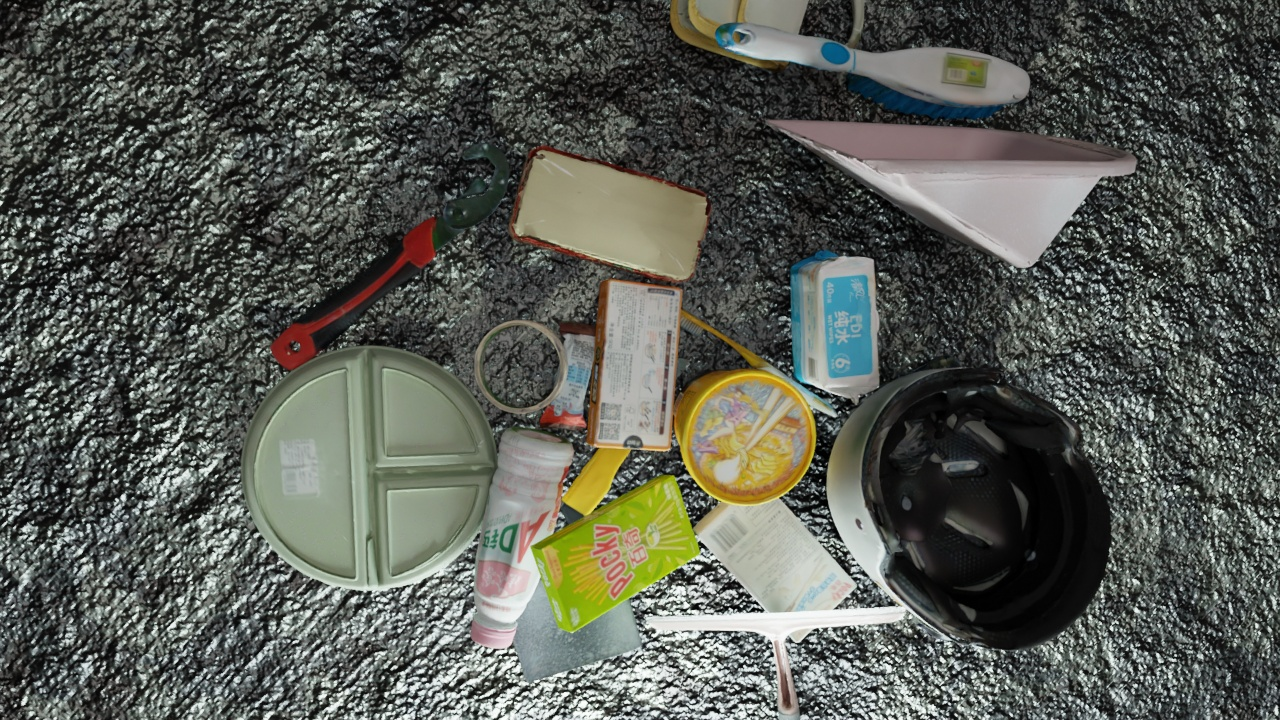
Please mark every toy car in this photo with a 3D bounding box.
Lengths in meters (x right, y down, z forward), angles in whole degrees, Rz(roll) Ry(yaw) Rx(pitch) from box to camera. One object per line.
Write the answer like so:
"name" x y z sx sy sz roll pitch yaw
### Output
"toy car" 0.275 0.027 0.909 0.091 0.034 0.043 -29 105 8

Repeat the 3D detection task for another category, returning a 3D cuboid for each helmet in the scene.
"helmet" 0.278 0.127 0.842 0.274 0.157 0.229 36 80 -21

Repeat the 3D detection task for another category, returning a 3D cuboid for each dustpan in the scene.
"dustpan" 0.275 -0.190 0.797 0.273 0.222 0.139 25 104 -24

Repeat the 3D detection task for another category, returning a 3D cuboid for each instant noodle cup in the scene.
"instant noodle cup" 0.084 0.061 0.839 0.118 0.114 0.118 -1 97 -10

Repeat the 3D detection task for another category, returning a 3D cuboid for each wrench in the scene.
"wrench" -0.219 -0.090 0.820 0.273 0.016 0.056 -44 99 -2

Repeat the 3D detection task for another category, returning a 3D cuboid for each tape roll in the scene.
"tape roll" -0.109 0.006 0.838 0.086 0.014 0.086 0 92 9

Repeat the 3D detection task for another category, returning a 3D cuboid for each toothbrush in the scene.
"toothbrush" 0.114 0.007 0.889 0.191 0.016 0.018 33 101 -11

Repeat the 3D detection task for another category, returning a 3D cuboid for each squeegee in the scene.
"squeegee" 0.146 0.347 0.919 0.248 0.040 0.250 -6 108 13

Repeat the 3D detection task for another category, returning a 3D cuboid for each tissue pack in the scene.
"tissue pack" 0.182 -0.033 0.857 0.063 0.090 0.140 -5 97 -8

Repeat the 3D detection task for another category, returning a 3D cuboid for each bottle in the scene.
"bottle" -0.115 0.162 0.840 0.068 0.068 0.197 14 94 -11

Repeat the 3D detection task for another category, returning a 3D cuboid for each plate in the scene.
"plate" -0.245 0.102 0.834 0.230 0.027 0.230 -1 96 -9

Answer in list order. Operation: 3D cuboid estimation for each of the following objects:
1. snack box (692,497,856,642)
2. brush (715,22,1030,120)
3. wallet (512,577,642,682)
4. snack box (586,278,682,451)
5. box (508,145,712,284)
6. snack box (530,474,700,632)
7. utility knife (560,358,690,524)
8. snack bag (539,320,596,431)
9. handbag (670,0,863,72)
"snack box" 0.133 0.195 0.908 0.084 0.027 0.157 -42 102 -3
"brush" 0.207 -0.263 0.824 0.314 0.109 0.060 4 98 -10
"wallet" -0.067 0.248 0.887 0.121 0.019 0.097 -16 97 -6
"snack box" -0.005 0.005 0.846 0.075 0.026 0.153 5 88 -22
"box" -0.028 -0.126 0.816 0.168 0.080 0.091 14 93 -10
"snack box" -0.020 0.175 0.849 0.156 0.026 0.086 -24 101 -32
"utility knife" -0.015 0.075 0.875 0.033 0.015 0.195 37 87 -16
"snack bag" -0.063 0.016 0.854 0.048 0.026 0.104 8 94 -19
"handbag" 0.131 -0.350 0.829 0.178 0.063 0.163 15 96 -15
